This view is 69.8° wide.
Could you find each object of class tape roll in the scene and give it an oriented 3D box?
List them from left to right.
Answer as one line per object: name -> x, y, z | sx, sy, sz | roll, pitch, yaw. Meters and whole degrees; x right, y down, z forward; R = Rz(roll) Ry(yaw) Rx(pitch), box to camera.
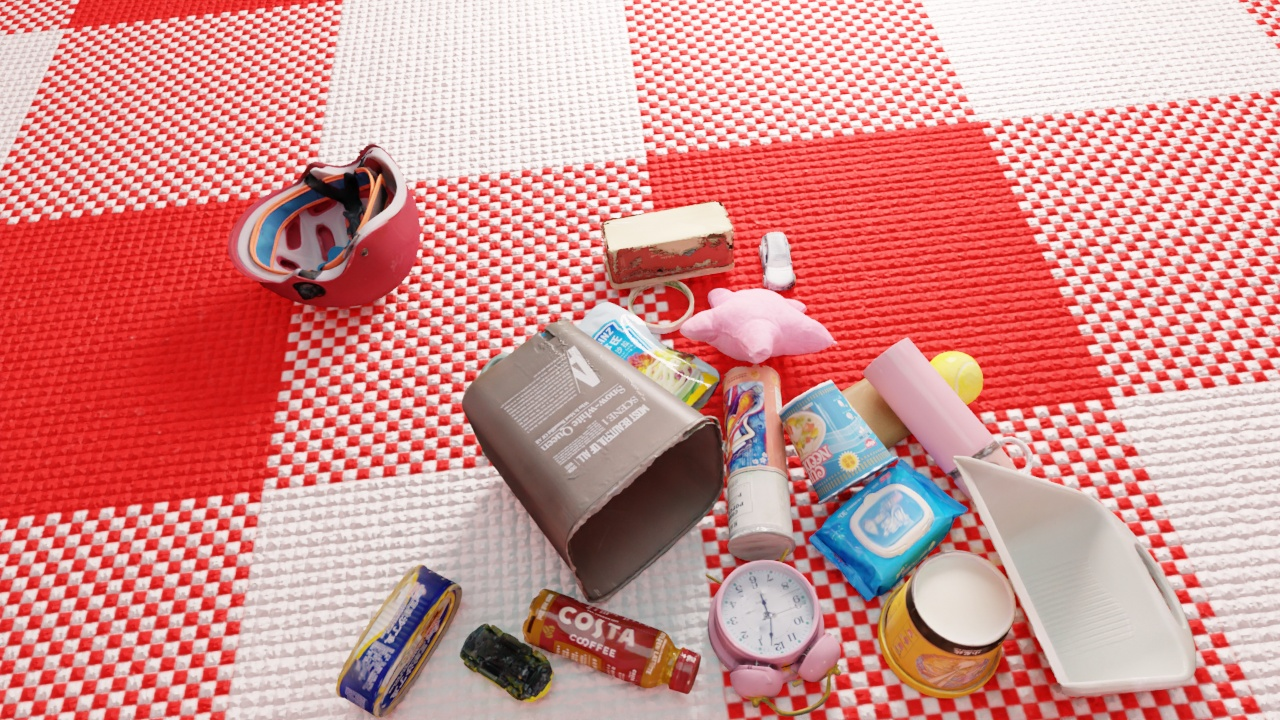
tape roll -> 0.026, -0.072, 1.189 | 0.086, 0.014, 0.085 | -2, 54, 3

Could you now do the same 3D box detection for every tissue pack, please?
tissue pack -> 0.264, 0.174, 0.971 | 0.157, 0.052, 0.095 | -35, 59, -20

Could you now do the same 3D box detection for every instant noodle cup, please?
instant noodle cup -> 0.207, 0.085, 0.995 | 0.099, 0.099, 0.110 | -27, 74, -15
instant noodle cup -> 0.296, 0.247, 0.879 | 0.118, 0.115, 0.118 | -2, 53, 2

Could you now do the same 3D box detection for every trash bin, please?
trash bin -> -0.055, 0.093, 0.963 | 0.198, 0.199, 0.220 | -37, 59, -18

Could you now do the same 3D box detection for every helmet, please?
helmet -> -0.394, -0.151, 1.201 | 0.240, 0.144, 0.206 | -17, 53, 9

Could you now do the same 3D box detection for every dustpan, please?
dustpan -> 0.424, 0.201, 0.858 | 0.143, 0.258, 0.222 | -25, 53, 15

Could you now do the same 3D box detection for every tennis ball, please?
tennis ball -> 0.363, 0.022, 1.066 | 0.065, 0.066, 0.065 | -2, 54, 2

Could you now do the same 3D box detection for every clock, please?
clock -> 0.131, 0.272, 0.906 | 0.117, 0.060, 0.158 | -16, 57, -7

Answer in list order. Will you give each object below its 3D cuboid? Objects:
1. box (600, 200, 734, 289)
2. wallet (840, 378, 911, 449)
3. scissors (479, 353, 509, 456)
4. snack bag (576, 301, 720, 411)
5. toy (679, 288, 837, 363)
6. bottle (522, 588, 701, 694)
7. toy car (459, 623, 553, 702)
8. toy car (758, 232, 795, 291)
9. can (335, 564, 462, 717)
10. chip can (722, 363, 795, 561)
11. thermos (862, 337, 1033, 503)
box -> 0.035, -0.158, 1.202 | 0.168, 0.077, 0.091 | -10, 40, -3
wallet -> 0.275, 0.060, 1.067 | 0.115, 0.033, 0.090 | -29, 60, -17
scissors -> -0.134, 0.047, 1.113 | 0.170, 0.019, 0.179 | -30, 59, -16
snack bag -> -0.007, 0.006, 1.103 | 0.191, 0.039, 0.110 | 34, 76, 23
toy -> 0.146, -0.039, 1.099 | 0.179, 0.075, 0.194 | 12, 24, 13
bottle -> -0.028, 0.281, 0.911 | 0.175, 0.057, 0.057 | 16, 57, 15
toy car -> -0.133, 0.304, 0.919 | 0.105, 0.032, 0.048 | 20, 57, 31
toy car -> 0.181, -0.131, 1.210 | 0.043, 0.034, 0.090 | 0, 55, -1
can -> -0.239, 0.279, 0.918 | 0.049, 0.075, 0.147 | 23, 58, 15
chip can -> 0.129, 0.109, 1.017 | 0.071, 0.071, 0.214 | -1, 54, 3
thermos -> 0.341, 0.064, 1.012 | 0.087, 0.067, 0.198 | -37, 73, -3
